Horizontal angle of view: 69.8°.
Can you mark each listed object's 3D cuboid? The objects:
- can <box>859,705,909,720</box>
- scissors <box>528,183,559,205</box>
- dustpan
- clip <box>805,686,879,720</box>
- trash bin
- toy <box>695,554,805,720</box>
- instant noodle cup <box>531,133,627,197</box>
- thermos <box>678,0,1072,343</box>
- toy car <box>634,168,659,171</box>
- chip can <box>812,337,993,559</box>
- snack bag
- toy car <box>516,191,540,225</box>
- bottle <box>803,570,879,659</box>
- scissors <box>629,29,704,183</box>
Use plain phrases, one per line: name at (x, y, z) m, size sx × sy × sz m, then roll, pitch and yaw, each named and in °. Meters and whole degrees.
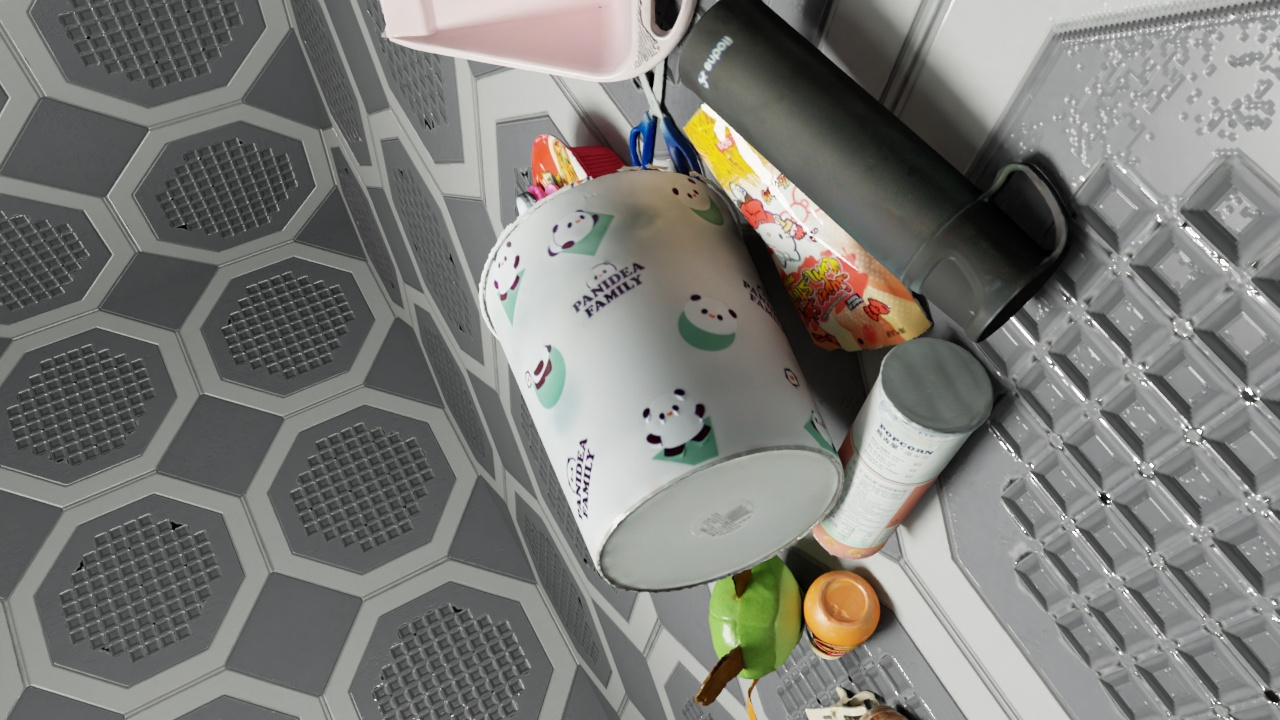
can at (0.248, 0.365, 0.832) m, size 0.116 × 0.058 × 0.058 m, roll 19°, pitch 130°, yaw 65°
scissors at (-0.091, -0.143, 0.990) m, size 0.133 × 0.017 × 0.133 m, roll 47°, pitch 157°, yaw 38°
dustpan at (-0.098, -0.321, 0.714) m, size 0.223 × 0.273 × 0.138 m, roll 85°, pitch 178°, yaw -51°
clip at (0.216, 0.361, 0.943) m, size 0.034 × 0.070 × 0.100 m, roll 63°, pitch 154°, yaw 3°
trash bin at (0.016, 0.021, 0.699) m, size 0.230 × 0.229 × 0.251 m, roll 92°, pitch 160°, yaw -52°
toy at (0.116, 0.246, 0.891) m, size 0.246 × 0.090 × 0.227 m, roll 29°, pitch -109°, yaw -70°
instant noodle cup at (-0.046, -0.155, 0.978) m, size 0.193 × 0.065 × 0.194 m, roll 54°, pitch 158°, yaw 33°
thermos at (0.131, -0.122, 0.524) m, size 0.242 × 0.068 × 0.090 m, roll 47°, pitch 118°, yaw 19°
toy car at (0.023, -0.127, 0.847) m, size 0.053 × 0.045 × 0.120 m, roll 43°, pitch 169°, yaw 41°
chip can at (0.176, 0.073, 0.655) m, size 0.071 × 0.071 × 0.215 m, roll 56°, pitch 159°, yaw 26°
snack bag at (0.113, -0.098, 0.651) m, size 0.208 × 0.073 × 0.129 m, roll 59°, pitch 161°, yaw -4°
toy car at (-0.111, -0.138, 0.975) m, size 0.043 × 0.034 × 0.091 m, roll 54°, pitch 165°, yaw 37°
bottle at (0.184, 0.250, 0.867) m, size 0.066 × 0.066 × 0.150 m, roll 55°, pitch 165°, yaw 29°
scissors at (0.016, -0.216, 0.824) m, size 0.162 × 0.012 × 0.176 m, roll 61°, pitch 159°, yaw 16°
